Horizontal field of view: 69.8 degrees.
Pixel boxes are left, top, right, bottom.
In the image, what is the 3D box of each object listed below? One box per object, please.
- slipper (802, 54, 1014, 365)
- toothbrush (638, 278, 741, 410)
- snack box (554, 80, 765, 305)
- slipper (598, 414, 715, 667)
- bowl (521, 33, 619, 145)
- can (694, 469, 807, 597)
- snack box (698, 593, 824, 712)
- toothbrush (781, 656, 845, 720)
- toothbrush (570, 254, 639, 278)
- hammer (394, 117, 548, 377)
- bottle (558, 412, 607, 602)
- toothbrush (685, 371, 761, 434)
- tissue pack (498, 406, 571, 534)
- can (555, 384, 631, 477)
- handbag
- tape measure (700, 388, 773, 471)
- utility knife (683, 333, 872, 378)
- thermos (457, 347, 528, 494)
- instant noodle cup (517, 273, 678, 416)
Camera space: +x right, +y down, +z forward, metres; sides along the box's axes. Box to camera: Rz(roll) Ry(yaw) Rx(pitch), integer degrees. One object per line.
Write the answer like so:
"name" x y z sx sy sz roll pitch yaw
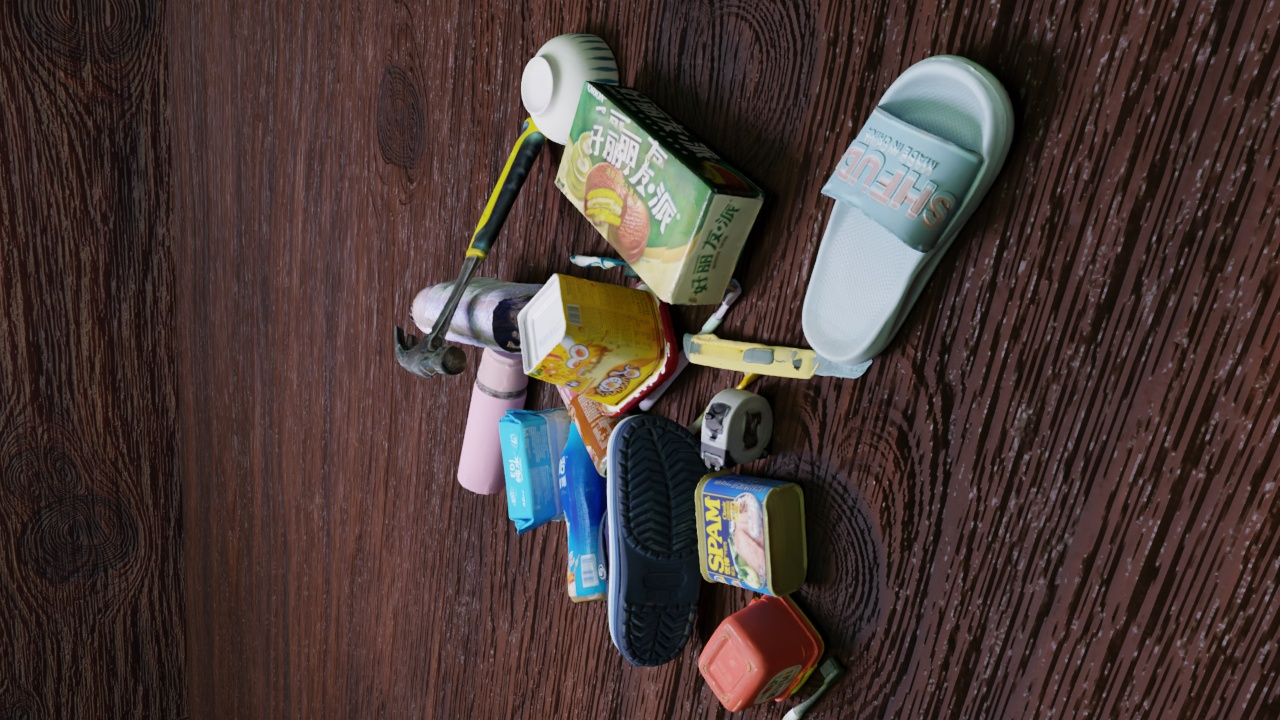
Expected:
"slipper" 0.173 -0.102 0.665 0.104 0.074 0.246 47 132 37
"toothbrush" 0.043 -0.008 0.887 0.021 0.029 0.190 29 132 -7
"snack box" 0.009 -0.160 0.854 0.240 0.063 0.115 51 131 41
"slipper" 0.011 0.172 0.904 0.095 0.105 0.253 -158 67 -67
"bowl" -0.082 -0.283 0.958 0.117 0.066 0.116 12 105 50
"can" 0.099 0.153 0.816 0.083 0.057 0.102 1 98 49
"snack box" 0.102 0.258 0.811 0.082 0.080 0.091 51 133 34
"toothbrush" 0.135 0.325 0.838 0.017 0.012 0.186 59 137 35
"toothbrush" -0.038 -0.097 0.939 0.192 0.016 0.018 18 91 65
"hammer" -0.173 -0.127 0.986 0.126 0.032 0.322 0 61 46
"bottle" -0.055 0.148 0.993 0.065 0.065 0.218 -28 64 50
"toothbrush" 0.063 0.049 0.876 0.192 0.016 0.018 -47 49 44
"tissue pack" -0.109 0.120 1.043 0.063 0.089 0.140 -7 91 53
"can" -0.045 0.050 0.966 0.058 0.057 0.147 -57 50 40
"handbag" -0.159 -0.054 1.042 0.194 0.134 0.075 8 103 49
"tape measure" 0.085 0.059 0.808 0.034 0.065 0.066 15 110 45
"utility knife" 0.112 -0.003 0.796 0.199 0.021 0.031 8 89 38
"thermos" -0.183 0.065 1.155 0.087 0.067 0.199 -105 26 -61
"instant noodle cup" -0.045 -0.020 0.888 0.116 0.123 0.116 -42 46 38
